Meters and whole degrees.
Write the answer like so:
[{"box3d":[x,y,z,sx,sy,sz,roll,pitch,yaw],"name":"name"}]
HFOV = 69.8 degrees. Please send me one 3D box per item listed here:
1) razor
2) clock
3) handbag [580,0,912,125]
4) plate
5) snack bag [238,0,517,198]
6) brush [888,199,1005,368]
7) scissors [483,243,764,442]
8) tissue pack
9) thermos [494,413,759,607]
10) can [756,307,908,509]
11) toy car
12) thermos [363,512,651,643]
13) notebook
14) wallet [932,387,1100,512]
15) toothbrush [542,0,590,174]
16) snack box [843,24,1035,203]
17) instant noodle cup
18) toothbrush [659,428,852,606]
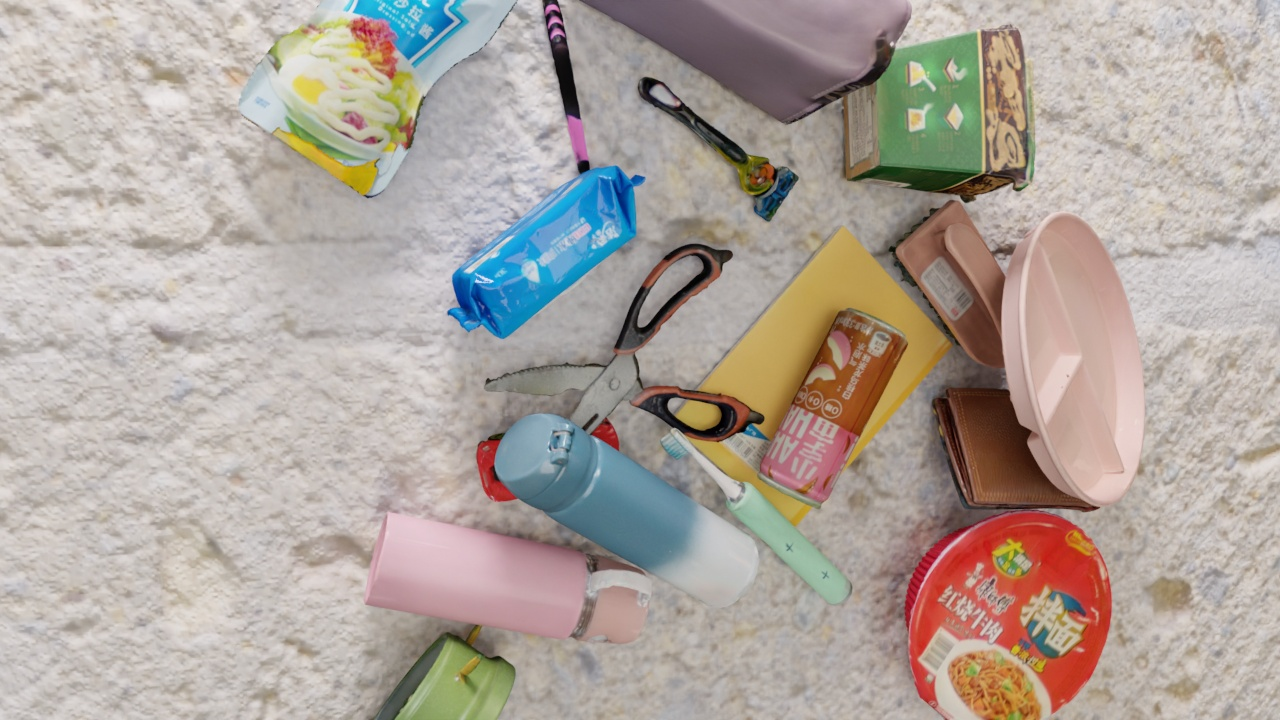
[{"box3d":[0.056,-0.161,0.674,0.142,0.022,0.042,36,87,-17],"name":"razor"},{"box3d":[-0.155,0.261,0.640,0.056,0.116,0.161,39,84,-6],"name":"clock"},{"box3d":[0.060,-0.246,0.597,0.197,0.145,0.098,24,95,-18],"name":"handbag"},{"box3d":[0.340,-0.001,0.717,0.229,0.028,0.229,10,76,-42],"name":"plate"},{"box3d":[-0.167,-0.211,0.600,0.110,0.039,0.191,34,89,-6],"name":"snack bag"},{"box3d":[0.262,-0.051,0.720,0.063,0.073,0.145,-42,108,-6],"name":"brush"},{"box3d":[-0.003,0.005,0.669,0.222,0.015,0.189,5,95,-21],"name":"scissors"},{"box3d":[-0.062,-0.073,0.620,0.157,0.095,0.052,-41,107,-8],"name":"tissue pack"},{"box3d":[-0.006,0.108,0.649,0.220,0.070,0.070,36,88,-34],"name":"thermos"},{"box3d":[0.146,0.036,0.698,0.058,0.058,0.147,26,92,-17],"name":"can"},{"box3d":[-0.066,0.071,0.675,0.106,0.031,0.049,-12,103,-15],"name":"toy car"},{"box3d":[-0.089,0.157,0.656,0.198,0.087,0.067,15,56,-15],"name":"thermos"},{"box3d":[0.139,0.017,0.731,0.146,0.010,0.206,42,87,-17],"name":"notebook"},{"box3d":[0.307,0.074,0.747,0.124,0.032,0.101,3,62,-14],"name":"wallet"},{"box3d":[-0.057,-0.221,0.637,0.014,0.017,0.189,-12,103,-4],"name":"toothbrush"},{"box3d":[0.209,-0.174,0.671,0.105,0.118,0.117,-3,93,-3],"name":"snack box"},{"box3d":[0.296,0.212,0.775,0.193,0.066,0.194,-2,99,-15],"name":"instant noodle cup"},{"box3d":[0.094,0.122,0.711,0.027,0.026,0.224,-41,116,9],"name":"toothbrush"}]
